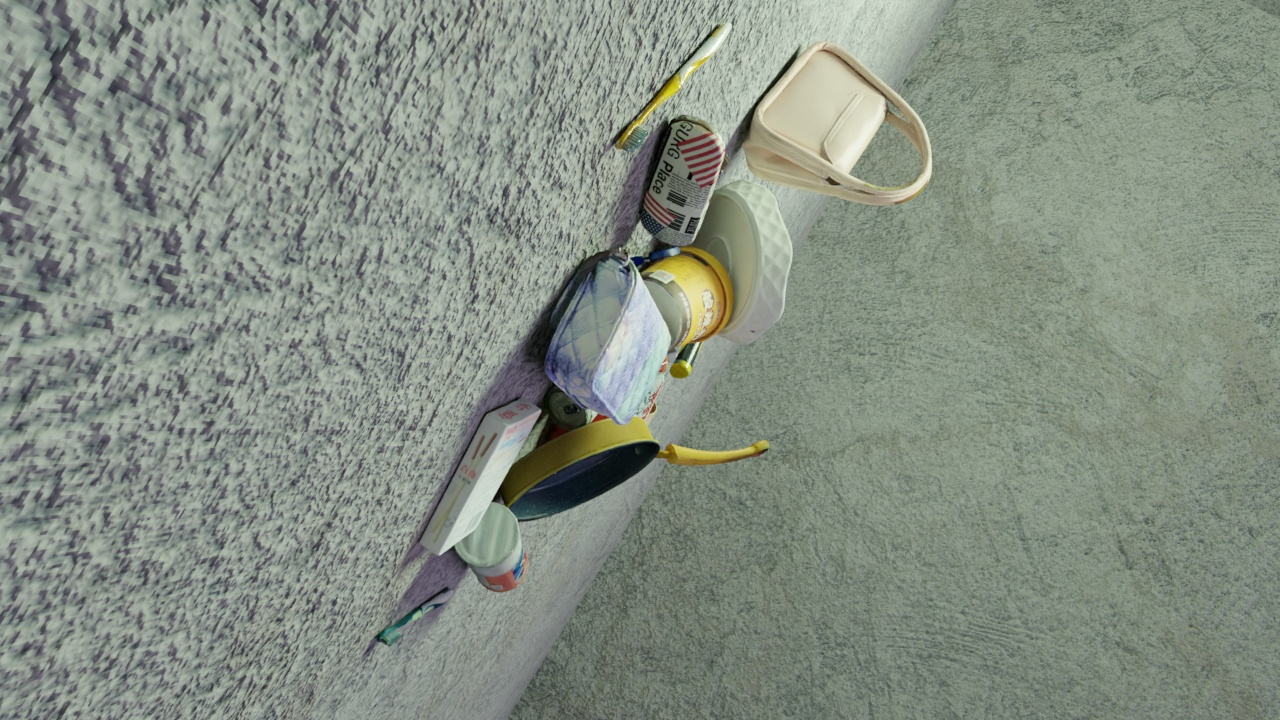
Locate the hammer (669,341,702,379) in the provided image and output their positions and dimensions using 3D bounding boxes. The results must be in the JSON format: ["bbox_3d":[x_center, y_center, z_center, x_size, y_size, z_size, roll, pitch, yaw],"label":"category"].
[{"bbox_3d":[0.119,-0.111,1.413,0.322,0.032,0.126,-64,-176,-28],"label":"hammer"}]

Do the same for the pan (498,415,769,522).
[{"bbox_3d":[0.002,0.125,1.111,0.356,0.078,0.198,-16,159,-29],"label":"pan"}]

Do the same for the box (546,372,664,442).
[{"bbox_3d":[-0.051,0.105,1.192,0.160,0.058,0.202,-9,137,-41],"label":"box"}]

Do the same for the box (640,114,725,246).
[{"bbox_3d":[0.042,-0.175,0.904,0.052,0.068,0.165,-42,166,-31],"label":"box"}]

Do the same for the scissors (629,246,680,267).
[{"bbox_3d":[-0.002,-0.107,0.990,0.132,0.012,0.173,-17,-174,-22],"label":"scissors"}]

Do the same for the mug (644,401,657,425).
[{"bbox_3d":[-0.028,0.086,1.319,0.104,0.084,0.124,-60,163,23],"label":"mug"}]

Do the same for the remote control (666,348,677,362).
[{"bbox_3d":[0.040,-0.035,1.389,0.019,0.056,0.135,-18,168,0],"label":"remote control"}]

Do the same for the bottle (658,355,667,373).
[{"bbox_3d":[-0.007,0.007,1.262,0.057,0.057,0.174,-60,171,12],"label":"bottle"}]

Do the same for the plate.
[{"bbox_3d":[0.111,-0.122,1.146,0.045,0.204,0.205,-3,137,-28],"label":"plate"}]

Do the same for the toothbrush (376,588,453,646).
[{"bbox_3d":[-0.248,0.288,1.037,0.016,0.018,0.191,-59,171,6],"label":"toothbrush"}]

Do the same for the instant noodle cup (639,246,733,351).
[{"bbox_3d":[0.033,-0.066,1.082,0.114,0.118,0.119,-30,152,-55],"label":"instant noodle cup"}]

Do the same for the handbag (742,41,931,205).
[{"bbox_3d":[0.270,-0.289,1.192,0.193,0.234,0.093,-54,168,-23],"label":"handbag"}]

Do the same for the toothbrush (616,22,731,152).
[{"bbox_3d":[0.035,-0.238,0.791,0.190,0.018,0.016,-53,171,-29],"label":"toothbrush"}]

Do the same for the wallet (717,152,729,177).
[{"bbox_3d":[0.065,-0.196,1.099,0.122,0.020,0.096,-57,171,9],"label":"wallet"}]

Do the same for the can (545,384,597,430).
[{"bbox_3d":[-0.050,0.020,1.071,0.146,0.058,0.058,-49,167,-47],"label":"can"}]

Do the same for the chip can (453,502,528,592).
[{"bbox_3d":[-0.170,0.223,1.068,0.071,0.071,0.215,-55,171,-20],"label":"chip can"}]

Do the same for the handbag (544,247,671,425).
[{"bbox_3d":[-0.031,-0.018,0.927,0.134,0.075,0.194,-63,164,-11],"label":"handbag"}]

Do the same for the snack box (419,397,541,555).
[{"bbox_3d":[-0.158,0.114,0.909,0.157,0.027,0.084,-61,170,15],"label":"snack box"}]
